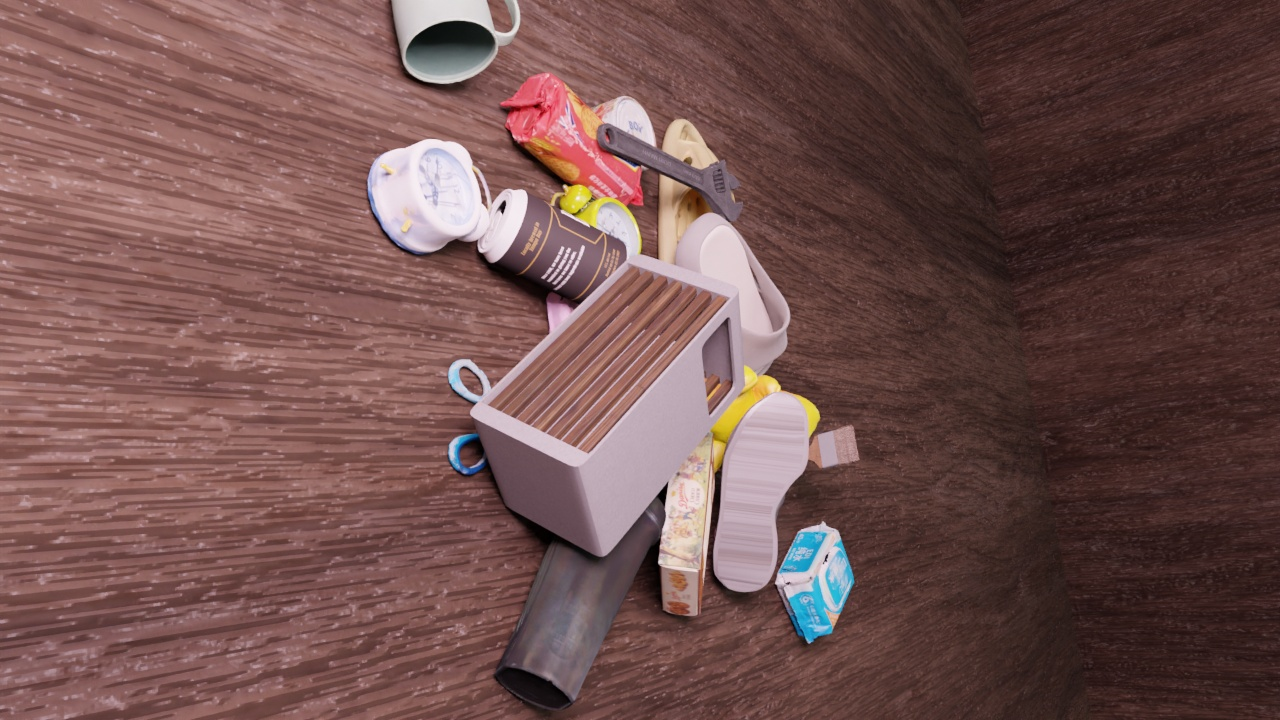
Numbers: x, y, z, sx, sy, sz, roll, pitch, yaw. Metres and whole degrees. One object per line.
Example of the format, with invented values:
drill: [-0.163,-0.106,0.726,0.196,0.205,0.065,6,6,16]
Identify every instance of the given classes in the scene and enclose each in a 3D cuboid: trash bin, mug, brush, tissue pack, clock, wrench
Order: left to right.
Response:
clock: [-0.169,-0.140,0.770,0.125,0.052,0.089,-27,101,-59]
mug: [-0.160,-0.308,0.796,0.111,0.084,0.104,-7,71,-27]
clock: [-0.052,-0.128,0.932,0.119,0.057,0.083,25,59,-42]
trash bin: [-0.017,0.031,0.789,0.228,0.114,0.115,-47,144,-32]
wrench: [0.040,-0.205,0.993,0.272,0.018,0.073,9,79,-54]
brush: [0.199,0.120,1.135,0.008,0.143,0.045,32,46,-49]
tissue pack: [0.231,0.285,1.200,0.144,0.062,0.093,-46,116,-52]

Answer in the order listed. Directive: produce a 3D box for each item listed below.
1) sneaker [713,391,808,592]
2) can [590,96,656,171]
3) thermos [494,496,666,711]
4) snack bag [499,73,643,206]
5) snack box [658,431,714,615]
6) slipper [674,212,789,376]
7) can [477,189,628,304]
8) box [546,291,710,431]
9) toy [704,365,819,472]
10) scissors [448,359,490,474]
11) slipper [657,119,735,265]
sneaker: [0.130,0.138,1.040,0.089,0.099,0.236,-90,-168,-75]
can: [-0.022,-0.249,1.028,0.086,0.043,0.086,26,58,-52]
thermos: [-0.048,0.185,0.800,0.098,0.098,0.220,54,44,-30]
snack bag: [-0.063,-0.219,0.930,0.176,0.082,0.082,34,53,-47]
snack box: [0.049,0.166,0.932,0.143,0.041,0.146,84,14,-58]
slipper: [0.126,-0.060,1.086,0.112,0.081,0.266,-49,137,-21]
can: [-0.078,-0.101,0.842,0.128,0.072,0.071,24,58,-29]
box: [-0.006,0.006,0.938,0.201,0.037,0.152,6,67,-43]
toy: [0.117,0.072,1.086,0.193,0.134,0.087,30,12,-42]
scissors: [-0.124,0.065,0.802,0.140,0.013,0.117,42,46,-43]
slipper: [0.077,-0.184,1.123,0.111,0.079,0.261,37,51,-48]
